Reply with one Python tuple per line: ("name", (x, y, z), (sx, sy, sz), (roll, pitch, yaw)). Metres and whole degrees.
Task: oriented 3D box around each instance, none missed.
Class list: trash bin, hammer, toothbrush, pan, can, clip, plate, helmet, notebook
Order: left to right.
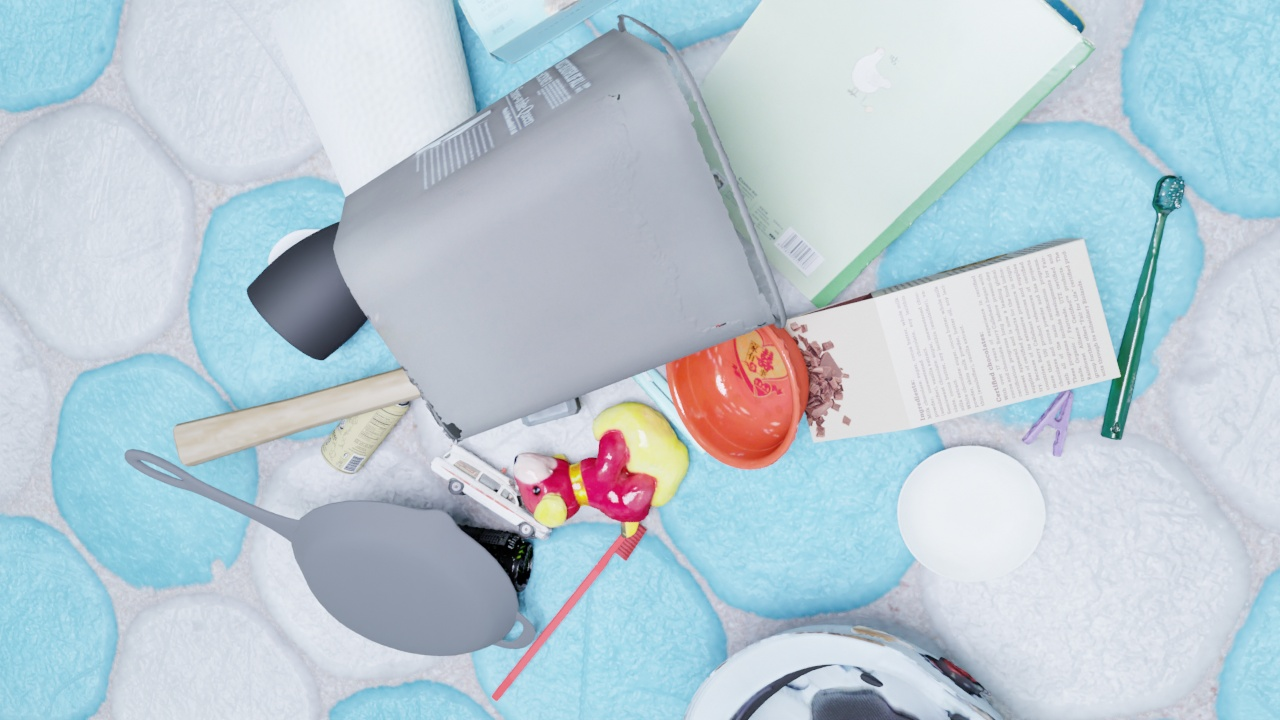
("pan", (-0.250, 0.159, 0.738), (0.354, 0.024, 0.217), (28, 131, -7))
("can", (-0.233, 0.056, 0.778), (0.038, 0.038, 0.079), (42, 104, 4))
("hammer", (-0.211, 0.025, 0.728), (0.323, 0.051, 0.117), (-15, 87, 2))
("trash bin", (-0.183, -0.186, 0.691), (0.133, 0.133, 0.161), (-14, 100, 14))
("can", (-0.162, 0.163, 0.770), (0.138, 0.054, 0.054), (6, 99, 11))
("trash bin", (-0.058, -0.078, 0.598), (0.220, 0.197, 0.197), (-26, 119, 1))
("toothbrush", (-0.061, 0.217, 0.777), (0.018, 0.012, 0.213), (38, 104, 5))
("notebook", (0.140, -0.174, 0.626), (0.182, 0.010, 0.253), (45, 128, 5))
("helmet", (0.158, 0.303, 0.666), (0.264, 0.163, 0.237), (44, 100, 10))
("plate", (0.246, 0.113, 0.689), (0.104, 0.026, 0.104), (2, 98, 11))
("clip", (0.306, 0.050, 0.675), (0.050, 0.014, 0.046), (-40, 88, 16))
("toothbrush", (0.355, -0.036, 0.649), (0.016, 0.017, 0.190), (10, 100, 11))

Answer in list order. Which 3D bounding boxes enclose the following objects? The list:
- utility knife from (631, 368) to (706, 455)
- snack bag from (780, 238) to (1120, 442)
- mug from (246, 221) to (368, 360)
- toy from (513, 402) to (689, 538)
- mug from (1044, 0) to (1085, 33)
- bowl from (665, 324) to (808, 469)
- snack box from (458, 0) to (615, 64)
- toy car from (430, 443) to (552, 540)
("utility knife", (-0.004, 0.004, 0.734), (0.022, 0.016, 0.177), (-42, 86, -15))
("snack bag", (0.212, -0.011, 0.656), (0.207, 0.069, 0.094), (-16, 94, 14))
("mug", (-0.260, -0.074, 0.751), (0.100, 0.085, 0.119), (-43, 57, 0))
("toy", (-0.027, 0.094, 0.733), (0.137, 0.067, 0.105), (-20, 95, 2))
("mug", (0.229, -0.195, 0.627), (0.078, 0.078, 0.121), (36, 109, 5))
("bowl", (0.079, 0.013, 0.683), (0.131, 0.045, 0.131), (23, 122, 42))
("snack box", (-0.052, -0.299, 0.681), (0.175, 0.053, 0.075), (-26, 91, 13))
("toy car", (-0.120, 0.109, 0.764), (0.113, 0.039, 0.039), (30, 82, 6))
